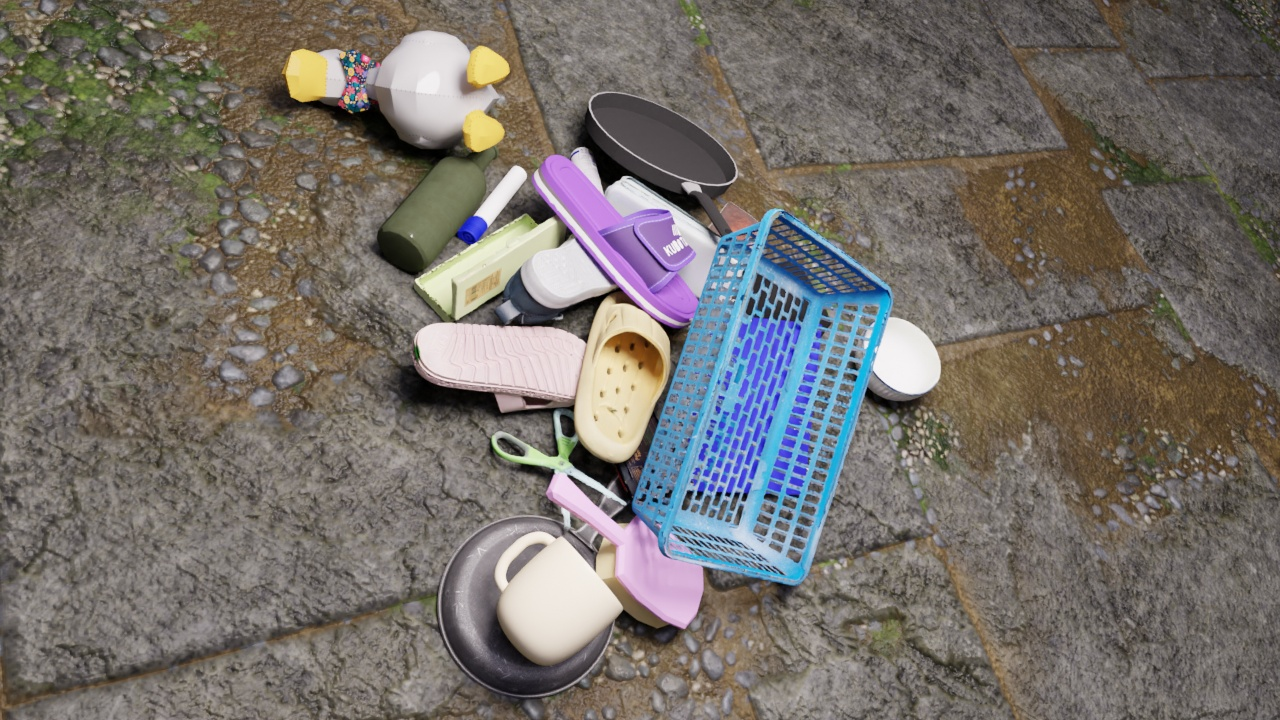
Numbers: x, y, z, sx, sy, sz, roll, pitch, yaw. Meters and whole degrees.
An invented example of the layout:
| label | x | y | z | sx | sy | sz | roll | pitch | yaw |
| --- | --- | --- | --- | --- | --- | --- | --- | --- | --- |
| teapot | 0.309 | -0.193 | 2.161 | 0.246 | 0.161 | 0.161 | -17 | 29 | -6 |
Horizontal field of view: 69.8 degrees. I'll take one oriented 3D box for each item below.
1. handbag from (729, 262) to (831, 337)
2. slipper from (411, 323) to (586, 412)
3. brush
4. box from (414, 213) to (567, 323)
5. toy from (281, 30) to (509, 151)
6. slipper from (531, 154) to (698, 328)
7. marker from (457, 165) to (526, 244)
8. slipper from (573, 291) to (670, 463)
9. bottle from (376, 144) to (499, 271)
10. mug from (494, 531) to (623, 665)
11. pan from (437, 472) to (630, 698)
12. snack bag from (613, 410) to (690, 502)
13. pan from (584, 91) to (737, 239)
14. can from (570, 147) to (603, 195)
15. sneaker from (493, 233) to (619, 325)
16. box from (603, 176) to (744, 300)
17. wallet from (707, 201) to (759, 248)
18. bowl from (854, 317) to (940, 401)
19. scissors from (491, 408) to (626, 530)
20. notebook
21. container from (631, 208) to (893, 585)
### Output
| label | x | y | z | sx | sy | sz | roll | pitch | yaw |
| --- | --- | --- | --- | --- | --- | --- | --- | --- | --- |
| handbag | 0.167 | -0.033 | 1.200 | 0.125 | 0.115 | 0.153 | 48 | 50 | -20 |
| slipper | -0.151 | 0.010 | 1.050 | 0.239 | 0.065 | 0.094 | 8 | 55 | -33 |
| brush | -0.022 | 0.194 | 0.953 | 0.228 | 0.043 | 0.089 | 44 | 47 | -25 |
| box | -0.181 | -0.127 | 1.114 | 0.083 | 0.092 | 0.187 | 36 | 51 | 21 |
| toy | -0.284 | -0.340 | 1.147 | 0.268 | 0.141 | 0.246 | 16 | 19 | 27 |
| slipper | -0.008 | -0.161 | 1.114 | 0.266 | 0.084 | 0.107 | 47 | 28 | -2 |
| marker | -0.189 | -0.201 | 1.176 | 0.027 | 0.023 | 0.132 | 19 | 55 | 15 |
| slipper | -0.006 | 0.006 | 1.067 | 0.111 | 0.079 | 0.260 | 38 | 40 | -20 |
| bottle | -0.238 | -0.200 | 1.128 | 0.071 | 0.072 | 0.206 | 31 | 56 | -3 |
| mug | -0.092 | 0.229 | 0.882 | 0.099 | 0.096 | 0.120 | -40 | 79 | -14 |
| pan | -0.066 | 0.197 | 0.994 | 0.187 | 0.055 | 0.355 | 40 | 60 | 3 |
| snack bag | -0.002 | 0.097 | 1.058 | 0.074 | 0.018 | 0.155 | -7 | 46 | -22 |
| pan | 0.048 | -0.252 | 1.218 | 0.225 | 0.034 | 0.356 | 7 | 39 | -31 |
| can | -0.071 | -0.243 | 1.239 | 0.032 | 0.032 | 0.095 | -3 | 64 | -23 |
| sneaker | -0.093 | -0.096 | 1.114 | 0.089 | 0.088 | 0.235 | 53 | 29 | 2 |
| box | 0.036 | -0.148 | 1.180 | 0.215 | 0.123 | 0.083 | 35 | 79 | 14 |
| wallet | 0.128 | -0.172 | 1.260 | 0.072 | 0.020 | 0.122 | 38 | 37 | -2 |
| bowl | 0.337 | 0.007 | 1.241 | 0.118 | 0.062 | 0.118 | 9 | 60 | -16 |
| scissors | -0.085 | 0.112 | 1.022 | 0.171 | 0.025 | 0.159 | 28 | 39 | 12 |
| notebook | 0.128 | 0.053 | 1.097 | 0.171 | 0.022 | 0.209 | 5 | 93 | -20 |
| container | 0.130 | 0.045 | 0.999 | 0.257 | 0.089 | 0.362 | 24 | 83 | -43 |
